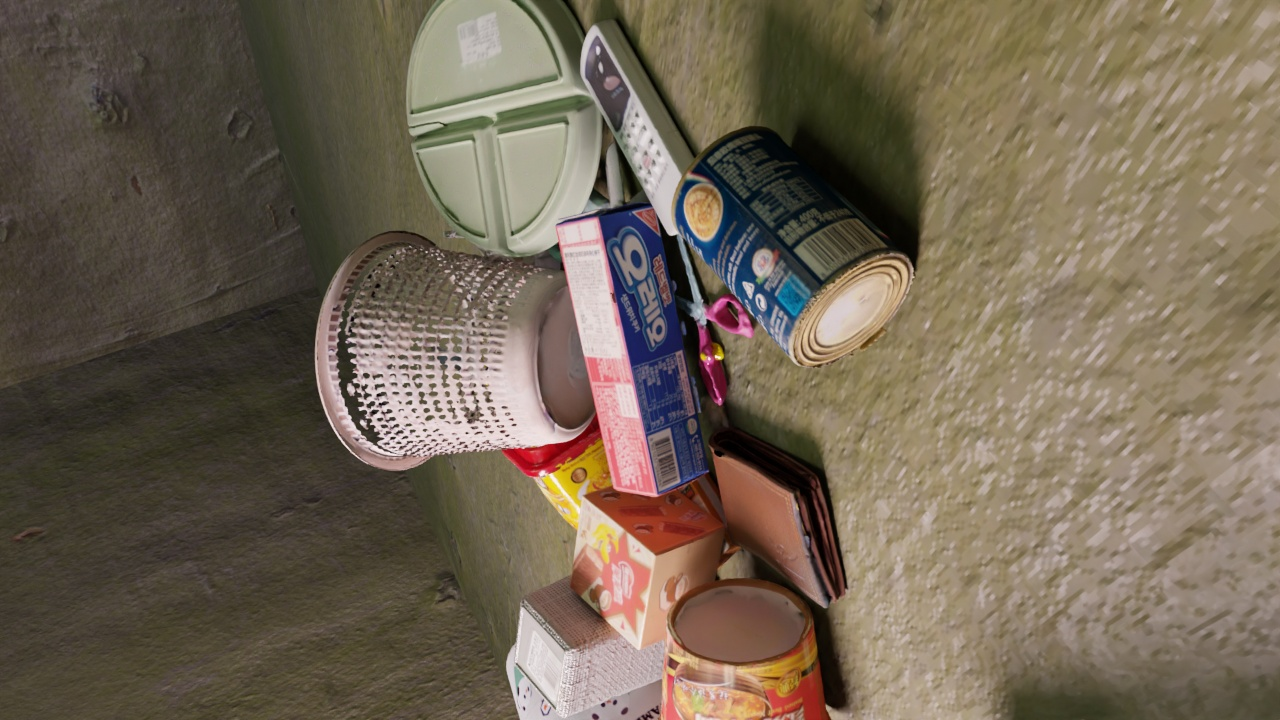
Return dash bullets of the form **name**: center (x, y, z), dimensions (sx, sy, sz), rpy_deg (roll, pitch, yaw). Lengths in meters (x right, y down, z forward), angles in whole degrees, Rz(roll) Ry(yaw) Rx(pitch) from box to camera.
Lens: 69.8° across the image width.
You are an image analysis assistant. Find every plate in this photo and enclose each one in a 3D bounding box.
- **plate**: center (-0.121, -0.197, 0.747), dimensions (0.230, 0.027, 0.230), rpy_deg (15, 113, 38)

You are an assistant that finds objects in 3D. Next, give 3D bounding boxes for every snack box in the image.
- **snack box**: center (-0.005, -0.009, 0.668), dimensions (0.058, 0.057, 0.207), rpy_deg (1, 107, 52)
- **snack box**: center (0.004, 0.160, 0.745), dimensions (0.094, 0.076, 0.093), rpy_deg (32, 122, 42)
- **snack box**: center (0.030, 0.162, 0.798), dimensions (0.075, 0.026, 0.154), rpy_deg (59, 138, 23)

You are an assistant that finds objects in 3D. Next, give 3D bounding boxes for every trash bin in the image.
- **trash bin**: center (-0.144, -0.006, 0.835), dimensions (0.192, 0.226, 0.228), rpy_deg (2, 119, 25)
- **trash bin**: center (-0.008, 0.379, 0.911), dimensions (0.230, 0.229, 0.251), rpy_deg (93, 152, -48)

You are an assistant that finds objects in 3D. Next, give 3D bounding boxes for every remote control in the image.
- **remote control**: center (0.000, -0.159, 0.628), dimensions (0.150, 0.021, 0.058), rpy_deg (62, 158, 13)

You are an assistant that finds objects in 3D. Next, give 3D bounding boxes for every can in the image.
- **can**: center (0.076, -0.058, 0.471), dimensions (0.111, 0.075, 0.075), rpy_deg (53, 154, 33)

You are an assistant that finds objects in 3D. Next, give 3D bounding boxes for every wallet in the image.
- **wallet**: center (0.093, 0.111, 0.657), dimensions (0.124, 0.032, 0.101), rpy_deg (27, 137, 61)

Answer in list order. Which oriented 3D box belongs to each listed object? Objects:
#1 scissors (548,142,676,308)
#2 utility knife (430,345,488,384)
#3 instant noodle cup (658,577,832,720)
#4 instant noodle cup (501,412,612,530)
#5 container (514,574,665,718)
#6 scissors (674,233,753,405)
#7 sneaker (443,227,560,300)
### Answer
- **scissors**: center (-0.023, -0.077, 0.726), dimensions (0.175, 0.019, 0.170), rpy_deg (-10, 95, 56)
- **utility knife**: center (-0.171, 0.011, 1.024), dimensions (0.230, 0.015, 0.033), rpy_deg (27, -120, -66)
- **instant noodle cup**: center (0.076, 0.238, 0.694), dimensions (0.138, 0.137, 0.109), rpy_deg (29, 128, 58)
- **instant noodle cup**: center (-0.059, 0.102, 0.914), dimensions (0.116, 0.116, 0.124), rpy_deg (24, 143, 60)
- **container**: center (-0.040, 0.235, 0.788), dimensions (0.090, 0.114, 0.090), rpy_deg (32, 122, 42)
- **scissors**: center (0.046, -0.031, 0.653), dimensions (0.136, 0.017, 0.133), rpy_deg (-175, 68, -71)
- **sneaker**: center (-0.144, -0.141, 0.893), dimensions (0.089, 0.090, 0.242), rpy_deg (39, 145, 53)
